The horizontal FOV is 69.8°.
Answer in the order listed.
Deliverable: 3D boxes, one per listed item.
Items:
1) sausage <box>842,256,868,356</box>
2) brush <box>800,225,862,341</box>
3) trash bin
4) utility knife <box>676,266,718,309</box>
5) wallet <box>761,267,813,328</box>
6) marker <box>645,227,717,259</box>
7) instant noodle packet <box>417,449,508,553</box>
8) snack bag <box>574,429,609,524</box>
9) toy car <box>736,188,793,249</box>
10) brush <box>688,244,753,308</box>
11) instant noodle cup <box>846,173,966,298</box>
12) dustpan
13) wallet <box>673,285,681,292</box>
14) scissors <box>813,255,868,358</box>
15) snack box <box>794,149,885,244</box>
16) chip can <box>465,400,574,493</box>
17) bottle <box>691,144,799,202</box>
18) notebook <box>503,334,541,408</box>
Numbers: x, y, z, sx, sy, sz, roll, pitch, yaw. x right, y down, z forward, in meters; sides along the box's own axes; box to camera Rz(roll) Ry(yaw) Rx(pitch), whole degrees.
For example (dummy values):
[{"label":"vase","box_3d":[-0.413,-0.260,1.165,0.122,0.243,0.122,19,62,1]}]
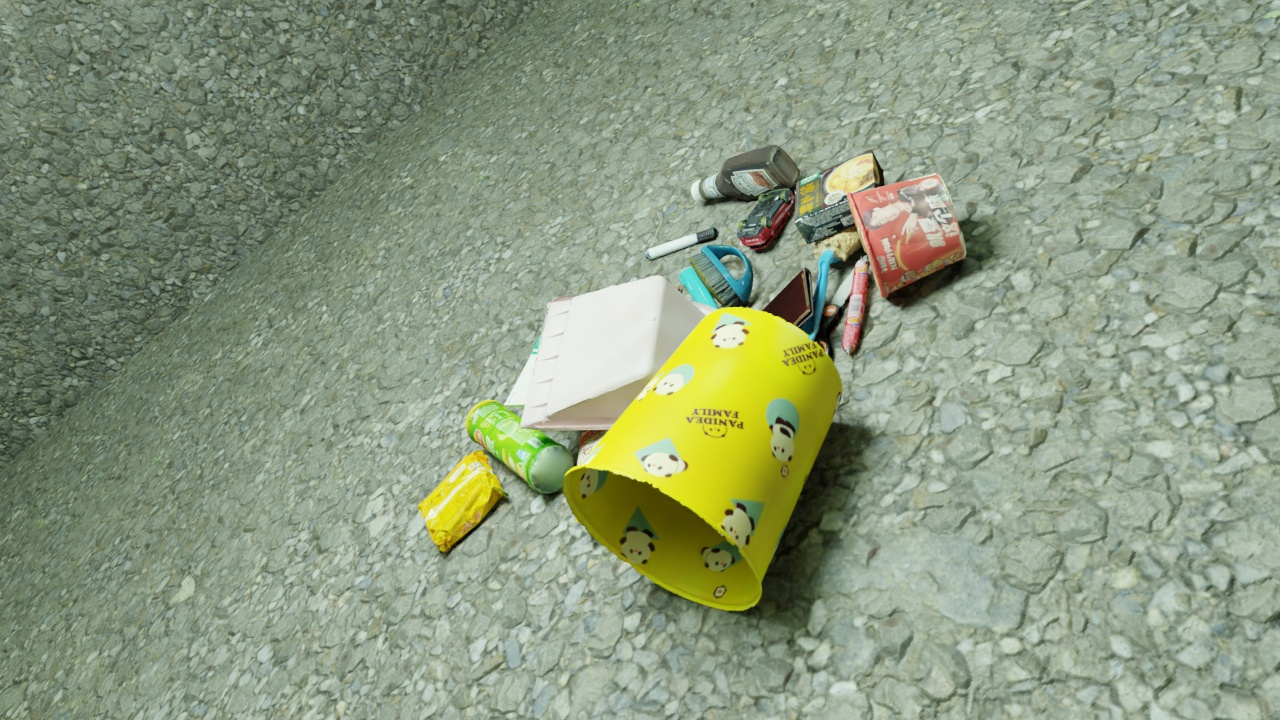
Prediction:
[{"label":"sausage","box_3d":[0.269,-0.069,1.143,0.020,0.020,0.155,-10,50,36]},{"label":"brush","box_3d":[0.241,-0.108,1.189,0.083,0.046,0.253,-9,43,39]},{"label":"trash bin","box_3d":[0.081,0.094,0.982,0.230,0.230,0.254,3,48,45]},{"label":"utility knife","box_3d":[0.089,-0.094,1.355,0.029,0.013,0.171,-36,38,10]},{"label":"wallet","box_3d":[0.177,-0.050,1.170,0.123,0.020,0.096,-49,23,35]},{"label":"marker","box_3d":[0.065,-0.187,1.476,0.131,0.018,0.022,-16,50,30]},{"label":"instant noodle packet","box_3d":[-0.255,0.200,1.321,0.128,0.044,0.111,-44,41,0]},{"label":"snack bag","box_3d":[-0.032,0.123,1.194,0.129,0.073,0.207,-27,29,19]},{"label":"toy car","box_3d":[0.188,-0.211,1.363,0.053,0.045,0.120,2,45,42]},{"label":"brush","box_3d":[0.123,-0.128,1.322,0.073,0.055,0.143,-37,34,5]},{"label":"instant noodle cup","box_3d":[0.322,-0.157,1.107,0.109,0.138,0.137,-19,39,15]},{"label":"dustpan","box_3d":[-0.007,0.007,1.234,0.274,0.139,0.222,-16,49,36]},{"label":"wallet","box_3d":[0.004,-0.066,1.398,0.101,0.020,0.115,-7,43,40]},{"label":"scissors","box_3d":[0.224,-0.053,1.173,0.125,0.022,0.234,-10,45,37]},{"label":"snack box","box_3d":[0.268,-0.222,1.230,0.113,0.053,0.125,-21,36,27]},{"label":"chip can","box_3d":[-0.174,0.121,1.309,0.072,0.072,0.221,-49,35,-12]},{"label":"bottle","box_3d":[0.156,-0.285,1.446,0.195,0.080,0.044,-5,51,51]},{"label":"notebook","box_3d":[-0.093,0.004,1.321,0.210,0.012,0.150,-5,51,39]}]
